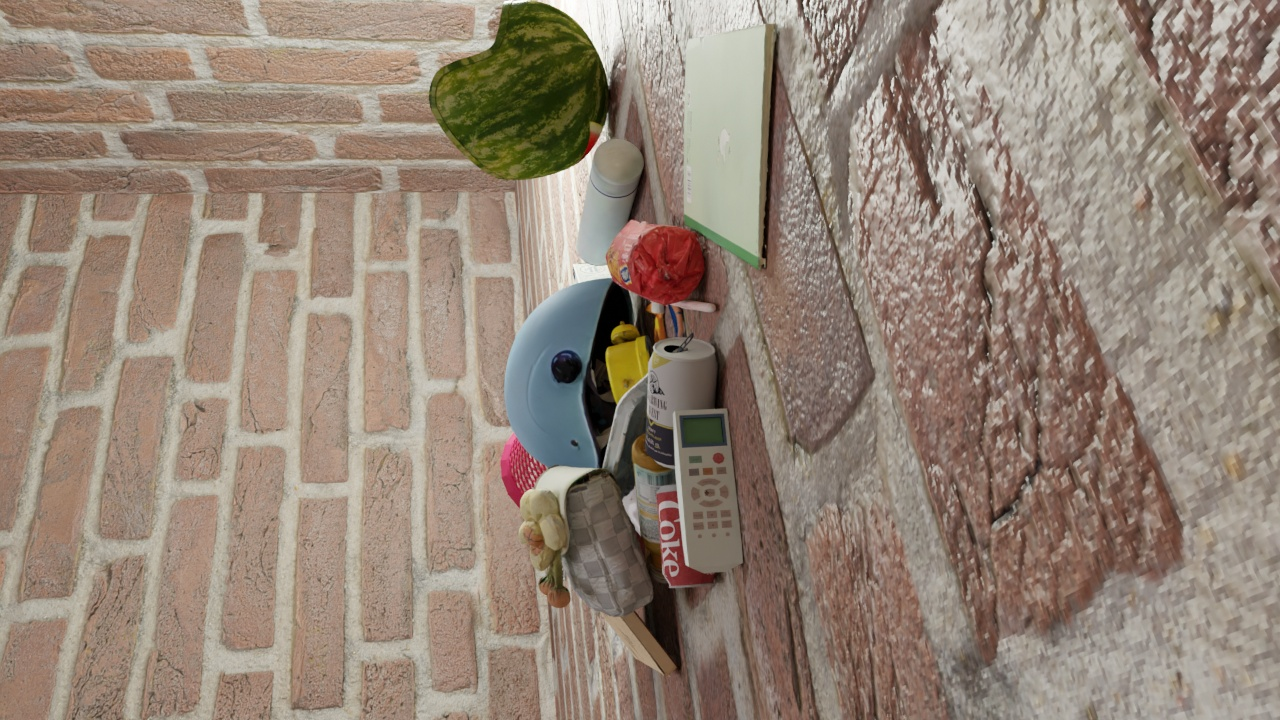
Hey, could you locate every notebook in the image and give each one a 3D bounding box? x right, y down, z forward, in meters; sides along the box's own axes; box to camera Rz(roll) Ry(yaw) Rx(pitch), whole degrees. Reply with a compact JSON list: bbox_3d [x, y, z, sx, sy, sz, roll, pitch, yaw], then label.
[{"bbox_3d":[-0.032,0.321,1.170,0.167,0.024,0.226,52,165,3],"label":"notebook"},{"bbox_3d":[0.070,-0.191,0.801,0.252,0.010,0.182,-124,33,-71],"label":"notebook"}]

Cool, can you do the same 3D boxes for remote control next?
[{"bbox_3d":[0.058,0.116,0.819,0.024,0.049,0.143,126,140,-72],"label":"remote control"}]

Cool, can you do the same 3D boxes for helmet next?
[{"bbox_3d":[-0.088,0.019,1.190,0.225,0.167,0.265,-20,-62,-78],"label":"helmet"},{"bbox_3d":[-0.166,-0.401,1.390,0.243,0.247,0.213,49,-166,-4],"label":"helmet"}]

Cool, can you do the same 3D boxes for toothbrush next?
[{"bbox_3d":[0.041,-0.054,0.928,0.181,0.015,0.018,-163,71,-73],"label":"toothbrush"},{"bbox_3d":[0.041,-0.028,0.980,0.022,0.017,0.134,113,156,-58],"label":"toothbrush"}]

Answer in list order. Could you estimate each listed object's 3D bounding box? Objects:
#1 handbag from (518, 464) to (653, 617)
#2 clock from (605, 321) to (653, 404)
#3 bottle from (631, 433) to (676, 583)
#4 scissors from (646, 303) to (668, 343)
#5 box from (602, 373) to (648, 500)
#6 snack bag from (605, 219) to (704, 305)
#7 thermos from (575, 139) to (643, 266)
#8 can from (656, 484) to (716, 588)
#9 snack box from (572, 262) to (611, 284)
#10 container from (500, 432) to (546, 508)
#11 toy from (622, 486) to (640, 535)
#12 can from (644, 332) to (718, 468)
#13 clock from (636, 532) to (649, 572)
[{"bbox_3d":[-0.063,0.204,0.996,0.113,0.123,0.171,-7,107,60],"label":"handbag"},{"bbox_3d":[-0.006,0.006,1.084,0.118,0.057,0.083,-97,-8,-47],"label":"clock"},{"bbox_3d":[0.024,0.160,0.972,0.053,0.053,0.186,-107,10,-54],"label":"bottle"},{"bbox_3d":[0.022,-0.064,1.072,0.129,0.011,0.125,112,152,-63],"label":"scissors"},{"bbox_3d":[0.030,0.105,1.024,0.107,0.110,0.217,-46,-20,-38],"label":"box"},{"bbox_3d":[0.013,-0.105,0.948,0.176,0.082,0.082,-144,52,-75],"label":"snack bag"},{"bbox_3d":[-0.045,-0.209,1.251,0.230,0.068,0.067,115,151,-67],"label":"thermos"},{"bbox_3d":[0.045,0.169,0.887,0.054,0.054,0.096,129,137,-74],"label":"can"},{"bbox_3d":[-0.066,-0.066,1.410,0.207,0.057,0.104,-111,21,-61],"label":"snack box"},{"bbox_3d":[-0.104,0.128,1.396,0.226,0.183,0.183,123,144,-59],"label":"container"},{"bbox_3d":[-0.004,0.187,1.168,0.125,0.037,0.076,-149,65,-63],"label":"toy"},{"bbox_3d":[0.039,0.035,0.865,0.064,0.064,0.127,-116,26,-65],"label":"can"},{"bbox_3d":[-0.038,0.262,1.267,0.117,0.081,0.159,178,90,-79],"label":"clock"}]
